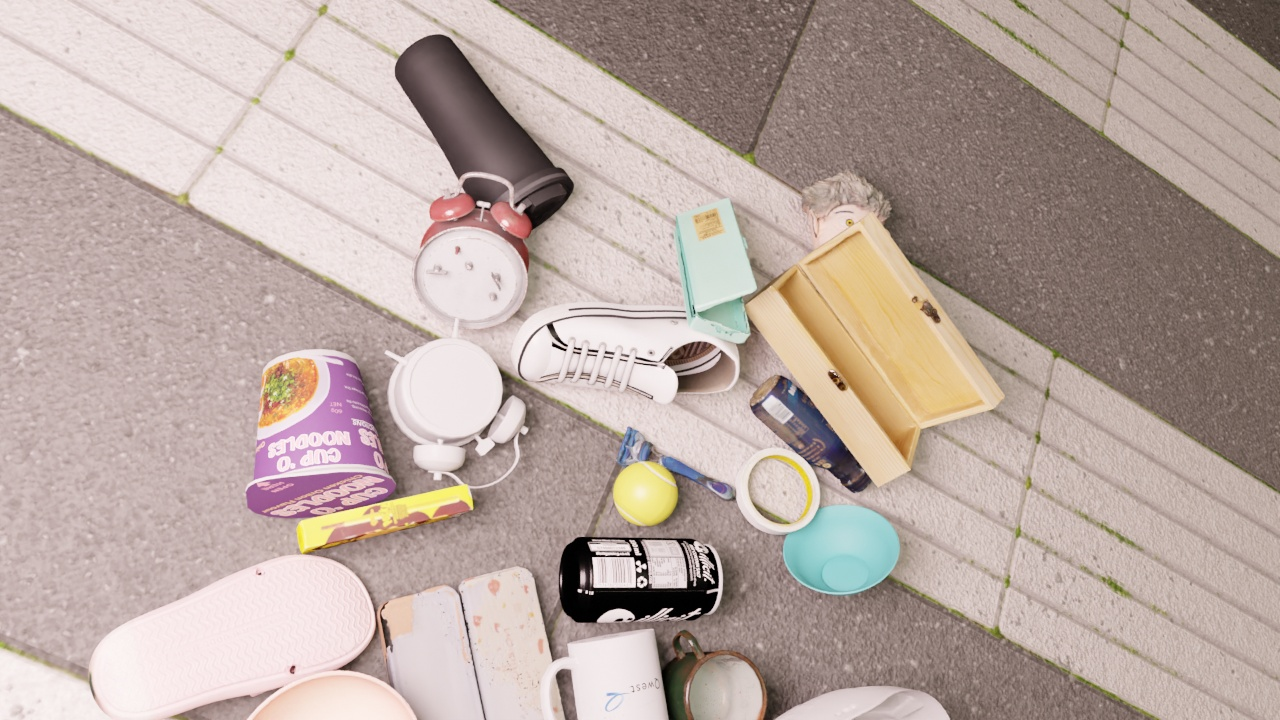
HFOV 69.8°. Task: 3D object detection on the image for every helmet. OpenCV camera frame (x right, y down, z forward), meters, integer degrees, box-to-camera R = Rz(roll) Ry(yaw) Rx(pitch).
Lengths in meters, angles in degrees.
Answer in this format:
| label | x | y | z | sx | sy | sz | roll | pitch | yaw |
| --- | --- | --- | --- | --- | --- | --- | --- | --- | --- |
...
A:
| label | x | y | z | sx | sy | sz | roll | pitch | yaw |
| --- | --- | --- | --- | --- | --- | --- | --- | --- | --- |
| helmet | 0.187 | 0.420 | 0.844 | 0.281 | 0.184 | 0.224 | -29 | 110 | -18 |

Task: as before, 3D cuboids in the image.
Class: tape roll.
| label | x | y | z | sx | sy | sz | roll | pitch | yaw |
| --- | --- | --- | --- | --- | --- | --- | --- | --- | --- |
| tape roll | 0.150 | 0.143 | 1.007 | 0.094 | 0.019 | 0.094 | 5 | 69 | -14 |

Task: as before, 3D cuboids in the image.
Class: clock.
| label | x | y | z | sx | sy | sz | roll | pitch | yaw |
| --- | --- | --- | --- | --- | --- | --- | --- | --- | --- |
| clock | -0.159 | -0.103 | 0.884 | 0.110 | 0.157 | 0.061 | 11 | 30 | -10 |
| clock | -0.178 | 0.049 | 0.888 | 0.119 | 0.061 | 0.159 | -28 | 91 | -27 |

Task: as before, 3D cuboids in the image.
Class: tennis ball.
| label | x | y | z | sx | sy | sz | roll | pitch | yaw |
| --- | --- | --- | --- | --- | --- | --- | --- | --- | --- |
| tennis ball | 0.005 | 0.135 | 0.929 | 0.065 | 0.065 | 0.065 | 7 | 72 | -21 |

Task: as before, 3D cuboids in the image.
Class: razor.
| label | x | y | z | sx | sy | sz | roll | pitch | yaw |
| --- | --- | --- | --- | --- | --- | --- | --- | --- | --- |
| razor | 0.043 | 0.115 | 0.977 | 0.141 | 0.018 | 0.043 | 26 | 65 | -14 |

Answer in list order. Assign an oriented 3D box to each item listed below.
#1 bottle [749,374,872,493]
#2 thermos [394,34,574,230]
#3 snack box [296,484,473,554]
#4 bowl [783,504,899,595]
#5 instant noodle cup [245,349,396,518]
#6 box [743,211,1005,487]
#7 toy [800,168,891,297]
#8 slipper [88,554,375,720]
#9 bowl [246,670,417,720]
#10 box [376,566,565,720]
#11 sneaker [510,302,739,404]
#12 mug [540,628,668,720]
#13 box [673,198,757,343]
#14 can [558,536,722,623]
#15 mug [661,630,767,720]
| label | x | y | z | sx | sy | sz | roll | pitch | yaw |
| --- | --- | --- | --- | --- | --- | --- | --- | --- | --- |
| bottle | 0.195 | 0.084 | 1.029 | 0.161 | 0.056 | 0.056 | 42 | 63 | -6 |
| thermos | -0.167 | -0.231 | 0.956 | 0.105 | 0.106 | 0.218 | -32 | 83 | -27 |
| snack box | -0.231 | 0.143 | 0.831 | 0.148 | 0.061 | 0.025 | -10 | 79 | -25 |
| bowl | 0.218 | 0.216 | 0.989 | 0.120 | 0.121 | 0.046 | -40 | 131 | -27 |
| instant noodle cup | -0.289 | 0.060 | 0.805 | 0.122 | 0.136 | 0.121 | -21 | 67 | 18 |
| box | 0.253 | -0.012 | 1.030 | 0.184 | 0.141 | 0.248 | -36 | 92 | 6 |
| toy | 0.251 | -0.152 | 1.118 | 0.132 | 0.076 | 0.175 | 11 | 78 | -19 |
| slipper | -0.333 | 0.230 | 0.764 | 0.221 | 0.056 | 0.106 | -12 | 72 | -36 |
| bowl | -0.259 | 0.332 | 0.753 | 0.153 | 0.076 | 0.153 | 6 | 73 | -20 |
| box | -0.146 | 0.308 | 0.832 | 0.150 | 0.043 | 0.216 | -8 | 77 | -29 |
| sneaker | -0.005 | 0.005 | 0.932 | 0.245 | 0.091 | 0.097 | 2 | 36 | -27 |
| mug | -0.036 | 0.307 | 0.846 | 0.119 | 0.083 | 0.096 | -1 | 74 | -30 |
| box | 0.082 | -0.111 | 0.984 | 0.077 | 0.080 | 0.188 | 16 | 37 | -16 |
| can | -0.001 | 0.213 | 0.894 | 0.146 | 0.080 | 0.080 | 5 | 72 | -21 |
| mug | 0.059 | 0.312 | 0.888 | 0.084 | 0.081 | 0.111 | -25 | 85 | -27 |
